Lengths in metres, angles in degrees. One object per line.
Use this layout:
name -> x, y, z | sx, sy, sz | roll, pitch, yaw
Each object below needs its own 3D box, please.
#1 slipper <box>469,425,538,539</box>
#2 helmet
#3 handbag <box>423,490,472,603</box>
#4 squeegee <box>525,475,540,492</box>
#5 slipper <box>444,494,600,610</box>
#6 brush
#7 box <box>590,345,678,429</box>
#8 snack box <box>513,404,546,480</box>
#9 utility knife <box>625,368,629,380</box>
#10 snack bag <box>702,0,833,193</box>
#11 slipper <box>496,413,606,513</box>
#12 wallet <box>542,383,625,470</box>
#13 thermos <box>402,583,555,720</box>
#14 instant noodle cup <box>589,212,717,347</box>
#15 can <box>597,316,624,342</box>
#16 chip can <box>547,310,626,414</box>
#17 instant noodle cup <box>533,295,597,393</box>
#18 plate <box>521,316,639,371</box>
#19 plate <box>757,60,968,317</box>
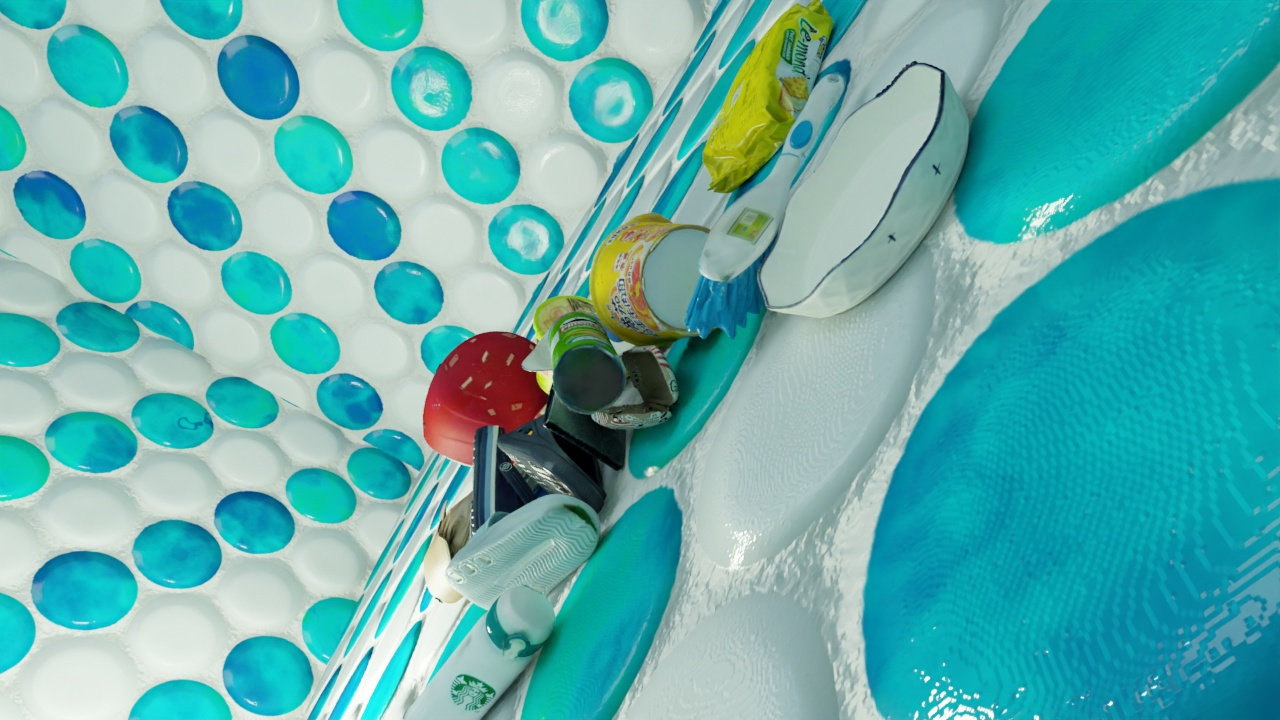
slipper -> -0.175, 0.194, 1.186 | 0.105, 0.095, 0.252 | 98, 165, -46
helmet -> -0.224, 0.041, 1.423 | 0.144, 0.207, 0.239 | 108, 178, -58
handbag -> -0.250, 0.260, 1.315 | 0.205, 0.100, 0.147 | -47, 19, 56
squeegee -> -0.110, 0.109, 1.254 | 0.250, 0.040, 0.247 | -59, -5, 29
slipper -> -0.123, 0.195, 0.960 | 0.246, 0.104, 0.074 | -43, 23, 41
brush -> 0.124, -0.149, 0.826 | 0.313, 0.060, 0.110 | -53, -26, -41
box -> -0.007, 0.026, 0.938 | 0.162, 0.075, 0.086 | 165, 103, -79
snack box -> -0.145, 0.113, 1.321 | 0.076, 0.027, 0.156 | -53, -6, -48
utility knife -> -0.007, 0.007, 1.131 | 0.033, 0.015, 0.203 | -41, -2, -37
snack bag -> 0.156, -0.333, 1.160 | 0.158, 0.068, 0.245 | -43, 21, 54
slipper -> -0.084, 0.110, 1.033 | 0.083, 0.110, 0.268 | -45, 14, -13
wallet -> -0.058, 0.067, 1.001 | 0.019, 0.097, 0.120 | -54, 13, 19
thermos -> -0.160, 0.310, 0.910 | 0.225, 0.073, 0.073 | -53, 14, 27
instant noodle cup -> 0.029, -0.080, 0.932 | 0.138, 0.138, 0.110 | -61, 20, -8
can -> 0.005, -0.068, 1.097 | 0.102, 0.057, 0.083 | -30, -2, -21
chip can -> -0.061, -0.002, 0.967 | 0.072, 0.072, 0.236 | -58, 11, 5
instant noodle cup -> -0.104, -0.011, 1.313 | 0.124, 0.112, 0.111 | 105, -177, -46
plate -> -0.059, -0.017, 1.180 | 0.164, 0.034, 0.163 | -7, 23, 18
plate -> 0.162, -0.117, 0.670 | 0.205, 0.045, 0.204 | -54, 13, 18
